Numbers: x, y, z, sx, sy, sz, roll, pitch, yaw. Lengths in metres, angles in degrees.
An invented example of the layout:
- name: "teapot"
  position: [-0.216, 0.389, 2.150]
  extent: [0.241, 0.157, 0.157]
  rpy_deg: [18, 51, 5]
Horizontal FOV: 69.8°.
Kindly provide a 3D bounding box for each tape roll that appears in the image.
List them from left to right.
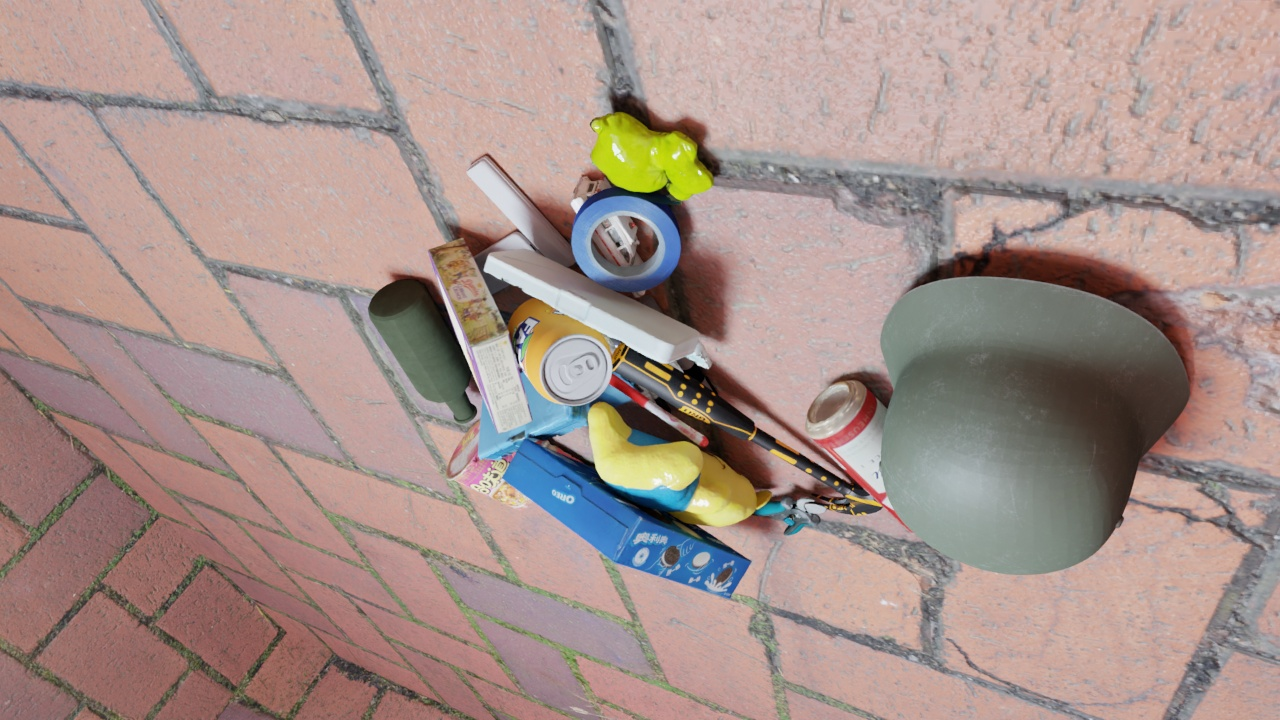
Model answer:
- name: "tape roll"
  position: [-0.012, -0.101, 0.773]
  extent: [0.091, 0.016, 0.093]
  rpy_deg: [4, 128, -2]

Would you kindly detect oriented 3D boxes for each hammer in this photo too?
- name: "hammer"
  position: [0.109, 0.072, 0.918]
  extent: [0.320, 0.036, 0.123]
  rpy_deg: [31, 153, -11]

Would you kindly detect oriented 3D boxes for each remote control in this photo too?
- name: "remote control"
  position: [-0.149, -0.096, 0.947]
  extent: [0.045, 0.008, 0.147]
  rpy_deg: [45, 145, -20]
- name: "remote control"
  position: [-0.110, -0.135, 0.859]
  extent: [0.033, 0.012, 0.131]
  rpy_deg: [-15, 125, 49]

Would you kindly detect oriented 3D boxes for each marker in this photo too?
- name: "marker"
  position: [-0.006, 0.006, 0.964]
  extent: [0.011, 0.011, 0.152]
  rpy_deg: [-2, 135, 40]
- name: "marker"
  position: [0.017, 0.050, 0.932]
  extent: [0.142, 0.012, 0.013]
  rpy_deg: [33, 154, 37]
- name: "marker"
  position: [0.038, -0.009, 0.905]
  extent: [0.016, 0.016, 0.140]
  rpy_deg: [-2, 134, 41]

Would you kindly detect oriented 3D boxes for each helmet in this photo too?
- name: "helmet"
  position: [0.276, 0.078, 0.702]
  extent: [0.227, 0.153, 0.268]
  rpy_deg: [12, 154, 28]

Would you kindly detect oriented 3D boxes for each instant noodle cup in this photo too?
- name: "instant noodle cup"
  position: [-0.188, 0.144, 1.229]
  extent: [0.108, 0.097, 0.098]
  rpy_deg: [36, 148, -22]

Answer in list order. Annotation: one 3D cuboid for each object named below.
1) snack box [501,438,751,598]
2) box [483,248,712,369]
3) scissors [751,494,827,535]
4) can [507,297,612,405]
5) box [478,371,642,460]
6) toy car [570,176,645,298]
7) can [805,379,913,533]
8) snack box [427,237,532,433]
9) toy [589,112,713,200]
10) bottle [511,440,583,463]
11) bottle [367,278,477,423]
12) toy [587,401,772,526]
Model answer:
- name: "snack box"
  position: [-0.011, 0.179, 1.031]
  extent: [0.196, 0.056, 0.238]
  rpy_deg: [27, 177, 41]
- name: "box"
  position: [-0.033, -0.048, 0.836]
  extent: [0.197, 0.049, 0.136]
  rpy_deg: [28, -176, 21]
- name: "scissors"
  position: [0.168, 0.172, 1.022]
  extent: [0.128, 0.019, 0.153]
  rpy_deg: [14, 152, 37]
- name: "can"
  position: [-0.079, -0.010, 0.885]
  extent: [0.079, 0.079, 0.142]
  rpy_deg: [48, 177, -24]
- name: "box"
  position: [-0.096, 0.058, 1.068]
  extent: [0.102, 0.094, 0.232]
  rpy_deg: [14, 156, -30]
- name: "toy car"
  position: [-0.019, -0.109, 0.803]
  extent: [0.039, 0.039, 0.113]
  rpy_deg: [-20, 125, 25]
- name: "can"
  position: [0.226, 0.092, 0.840]
  extent: [0.170, 0.067, 0.067]
  rpy_deg: [43, 145, -17]
- name: "snack box"
  position: [-0.163, -0.024, 0.932]
  extent: [0.144, 0.040, 0.148]
  rpy_deg: [84, 161, -51]
- name: "toy"
  position: [0.007, -0.158, 0.717]
  extent: [0.094, 0.036, 0.094]
  rpy_deg: [-4, 140, 35]
- name: "bottle"
  position: [-0.112, 0.132, 1.188]
  extent: [0.109, 0.044, 0.044]
  rpy_deg: [31, 147, -1]
- name: "bottle"
  position: [-0.248, -0.001, 1.096]
  extent: [0.071, 0.071, 0.207]
  rpy_deg: [11, 142, 29]
- name: "toy"
  position: [0.039, 0.126, 0.980]
  extent: [0.149, 0.084, 0.214]
  rpy_deg: [25, 174, 35]
